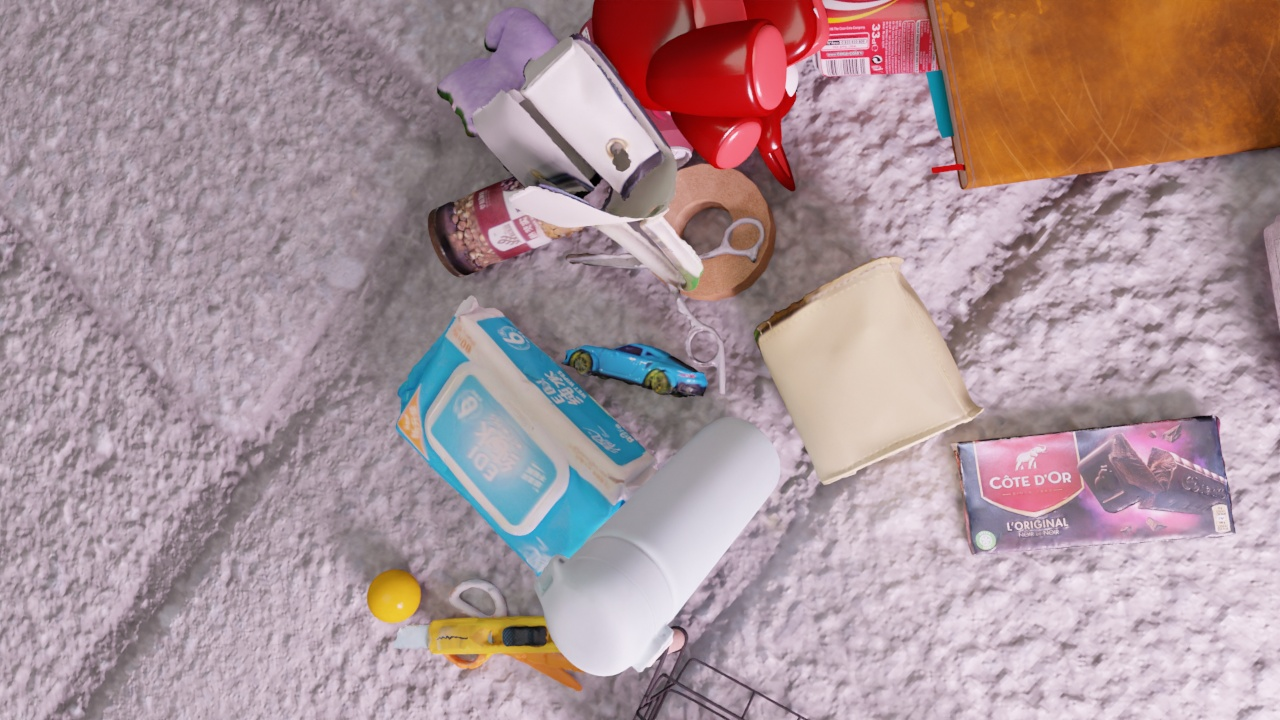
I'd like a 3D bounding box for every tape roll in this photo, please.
[{"bbox_3d":[0.048,-0.090,0.653,0.094,0.027,0.094,-1,86,17],"label":"tape roll"}]

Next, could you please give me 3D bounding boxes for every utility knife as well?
[{"bbox_3d":[-0.103,0.204,0.676,0.176,0.017,0.030,-6,73,18],"label":"utility knife"}]

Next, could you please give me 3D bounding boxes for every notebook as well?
[{"bbox_3d":[0.286,-0.204,0.555,0.249,0.014,0.178,-8,84,-2],"label":"notebook"}]

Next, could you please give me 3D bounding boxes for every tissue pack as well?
[{"bbox_3d":[-0.090,0.055,0.659,0.209,0.065,0.117,44,114,16],"label":"tissue pack"}]

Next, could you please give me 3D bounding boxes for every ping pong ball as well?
[{"bbox_3d":[-0.189,0.180,0.702,0.040,0.040,0.040,-1,86,17],"label":"ping pong ball"}]

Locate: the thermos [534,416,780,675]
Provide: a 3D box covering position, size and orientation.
[{"bbox_3d":[0.018,0.105,0.555,0.078,0.206,0.065,42,126,8],"label":"thermos"}]

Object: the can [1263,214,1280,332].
[{"bbox_3d":[0.405,-0.021,0.513,0.078,0.078,0.136,-7,84,16],"label":"can"}]

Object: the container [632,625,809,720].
[{"bbox_3d":[0.088,0.271,0.536,0.241,0.163,0.130,25,81,15],"label":"container"}]

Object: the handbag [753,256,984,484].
[{"bbox_3d":[0.143,0.005,0.595,0.111,0.081,0.119,-29,80,21],"label":"handbag"}]

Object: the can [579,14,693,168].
[{"bbox_3d":[-0.002,-0.193,0.657,0.063,0.063,0.114,-16,82,15],"label":"can"}]

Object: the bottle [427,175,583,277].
[{"bbox_3d":[-0.099,-0.106,0.684,0.105,0.056,0.056,-19,81,15],"label":"bottle"}]

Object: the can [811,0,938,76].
[{"bbox_3d":[0.168,-0.223,0.606,0.105,0.064,0.064,3,87,17],"label":"can"}]

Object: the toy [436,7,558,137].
[{"bbox_3d":[-0.110,-0.225,0.708,0.100,0.036,0.080,-39,67,6],"label":"toy"}]

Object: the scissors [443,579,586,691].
[{"bbox_3d":[-0.092,0.206,0.686,0.131,0.012,0.073,12,90,18],"label":"scissors"}]

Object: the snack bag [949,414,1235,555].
[{"bbox_3d":[0.282,0.079,0.577,0.155,0.018,0.074,-9,85,18],"label":"snack bag"}]

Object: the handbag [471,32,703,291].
[{"bbox_3d":[-0.027,-0.103,0.576,0.074,0.151,0.176,-44,109,-8],"label":"handbag"}]

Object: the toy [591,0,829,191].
[{"bbox_3d":[0.054,-0.196,0.569,0.121,0.197,0.158,-21,80,24],"label":"toy"}]

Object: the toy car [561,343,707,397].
[{"bbox_3d":[-0.004,0.004,0.653,0.105,0.048,0.032,12,90,18],"label":"toy car"}]

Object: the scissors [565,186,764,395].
[{"bbox_3d":[0.022,-0.053,0.634,0.142,0.014,0.171,-16,77,13],"label":"scissors"}]
